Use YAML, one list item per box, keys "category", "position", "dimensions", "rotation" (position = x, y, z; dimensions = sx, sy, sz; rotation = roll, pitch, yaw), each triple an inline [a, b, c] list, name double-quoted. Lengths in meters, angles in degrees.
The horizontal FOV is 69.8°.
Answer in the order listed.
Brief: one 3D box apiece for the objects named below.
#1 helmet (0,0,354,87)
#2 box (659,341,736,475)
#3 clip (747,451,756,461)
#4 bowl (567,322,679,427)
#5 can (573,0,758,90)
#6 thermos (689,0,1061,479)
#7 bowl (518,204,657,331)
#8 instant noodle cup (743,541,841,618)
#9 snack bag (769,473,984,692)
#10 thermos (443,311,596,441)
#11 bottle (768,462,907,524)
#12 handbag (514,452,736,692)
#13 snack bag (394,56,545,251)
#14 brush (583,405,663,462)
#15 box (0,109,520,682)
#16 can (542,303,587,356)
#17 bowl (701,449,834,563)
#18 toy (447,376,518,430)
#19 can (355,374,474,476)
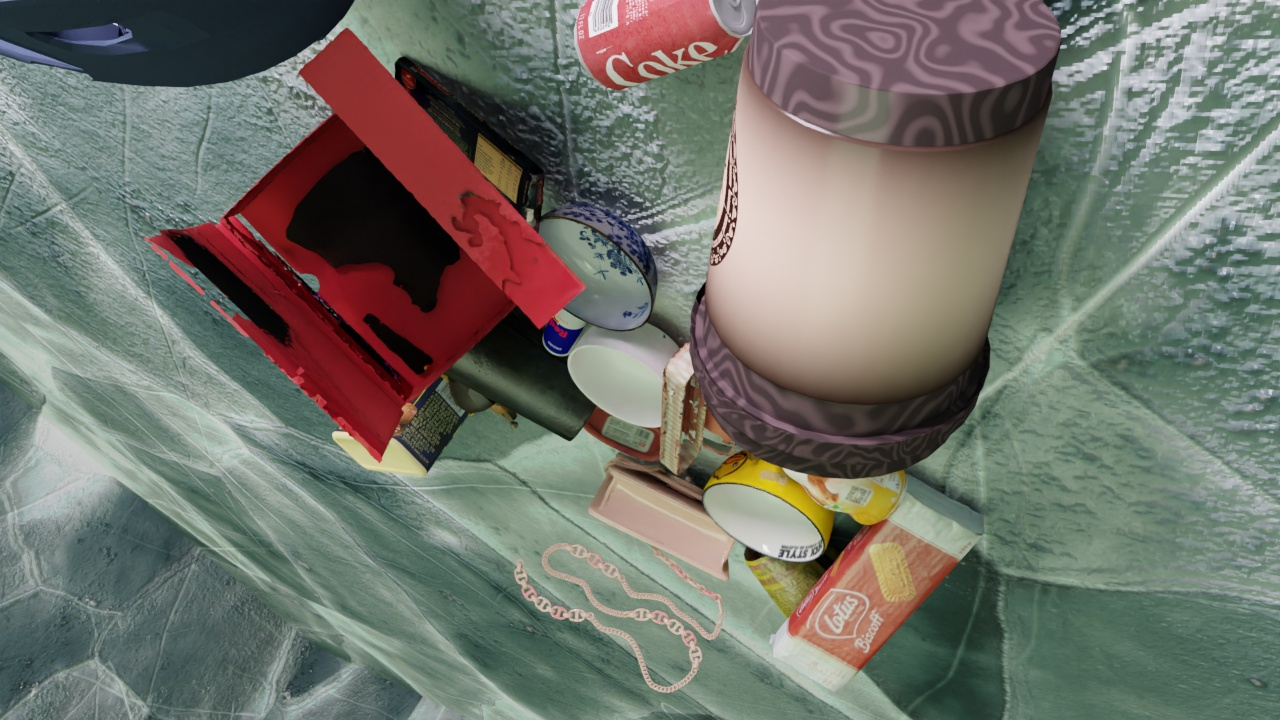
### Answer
- category: "helmet"
  position: [-0.265, -0.259, 0.467]
  dimensions: [0.272, 0.232, 0.223]
  rotation: [10, -173, -4]
- category: "box"
  position: [0.050, 0.042, 0.729]
  dimensions: [0.078, 0.054, 0.187]
  rotation: [-5, 151, -2]
- category: "clip"
  position: [0.108, 0.061, 0.775]
  dimensions: [0.045, 0.054, 0.048]
  rotation: [6, 170, 3]
- category: "bowl"
  position: [-0.005, 0.005, 0.780]
  dimensions: [0.105, 0.054, 0.105]
  rotation: [24, 149, 15]
- category: "can"
  position: [0.013, -0.184, 0.498]
  dimensions: [0.097, 0.053, 0.054]
  rotation: [-3, 135, 43]
- category: "thermos"
  position: [0.113, -0.070, 0.474]
  dimensions: [0.173, 0.172, 0.227]
  rotation: [20, 140, 18]
- category: "bowl"
  position: [-0.031, -0.078, 0.693]
  dimensions: [0.114, 0.045, 0.114]
  rotation: [23, 148, 15]
- category: "instant noodle cup"
  position: [0.160, 0.210, 0.895]
  dimensions: [0.108, 0.102, 0.102]
  rotation: [47, 147, -7]
- category: "snack bag"
  position: [0.200, 0.199, 0.799]
  dimensions: [0.077, 0.041, 0.226]
  rotation: [30, 118, 1]
- category: "thermos"
  position: [-0.141, -0.010, 0.841]
  dimensions: [0.221, 0.098, 0.098]
  rotation: [32, 149, -8]
- category: "bottle"
  position: [0.156, 0.087, 0.737]
  dimensions: [0.109, 0.063, 0.063]
  rotation: [26, 150, -7]
- category: "handbag"
  position: [-0.005, 0.196, 0.922]
  dimensions: [0.199, 0.187, 0.116]
  rotation: [26, -179, 2]
- category: "snack bag"
  position: [-0.126, -0.147, 0.658]
  dimensions: [0.155, 0.018, 0.075]
  rotation: [41, 145, 19]
- category: "brush"
  position: [-0.051, 0.055, 0.909]
  dimensions: [0.172, 0.041, 0.030]
  rotation: [24, 166, 12]
- category: "box"
  position: [-0.295, 0.009, 0.701]
  dimensions: [0.211, 0.408, 0.108]
  rotation: [48, 159, -15]
- category: "can"
  position: [-0.060, -0.038, 0.786]
  dimensions: [0.032, 0.032, 0.095]
  rotation: [31, 149, 0]
- category: "bowl"
  position: [0.120, 0.119, 0.819]
  dimensions: [0.117, 0.067, 0.117]
  rotation: [22, 147, 15]
- category: "toy"
  position: [-0.158, 0.036, 0.957]
  dimensions: [0.100, 0.062, 0.076]
  rotation: [48, -177, -35]
- category: "can"
  position: [-0.271, 0.069, 1.051]
  dimensions: [0.135, 0.104, 0.075]
  rotation: [0, 137, 41]
